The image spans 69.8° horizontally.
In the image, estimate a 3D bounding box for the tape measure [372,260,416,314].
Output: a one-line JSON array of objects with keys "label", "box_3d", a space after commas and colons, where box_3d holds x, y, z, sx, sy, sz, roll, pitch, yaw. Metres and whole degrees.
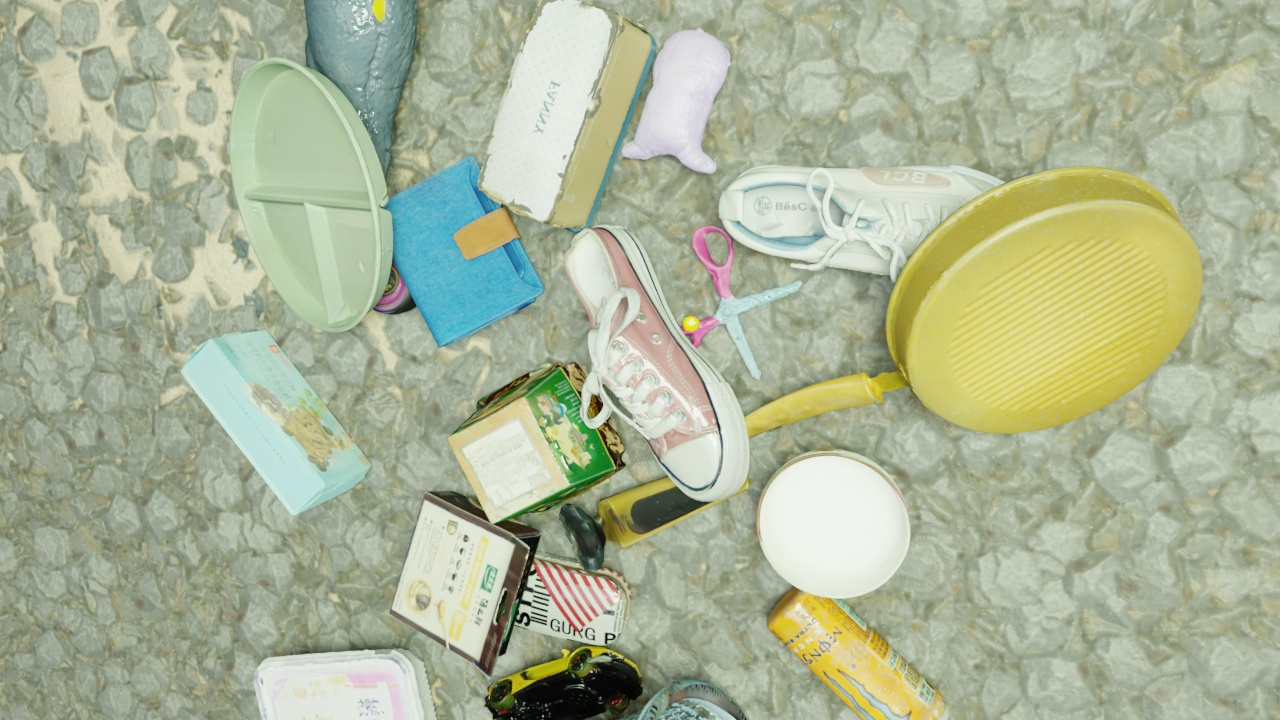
[{"label": "tape measure", "box_3d": [-0.217, -0.070, 0.806, 0.057, 0.039, 0.058, 33, 100, 6]}]

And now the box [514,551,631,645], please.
[{"label": "box", "box_3d": [-0.088, 0.203, 0.797, 0.164, 0.060, 0.072, 6, 76, 21]}]

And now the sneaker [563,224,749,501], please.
[{"label": "sneaker", "box_3d": [-0.004, 0.004, 0.705, 0.119, 0.087, 0.241, -36, 76, 41]}]

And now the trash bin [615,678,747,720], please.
[{"label": "trash bin", "box_3d": [-0.023, 0.386, 0.739, 0.196, 0.226, 0.226, -20, 92, 31]}]

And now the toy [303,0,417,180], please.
[{"label": "toy", "box_3d": [-0.247, -0.305, 0.755, 0.138, 0.091, 0.356, -15, 92, 30]}]

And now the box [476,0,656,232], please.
[{"label": "box", "box_3d": [-0.062, -0.187, 0.723, 0.090, 0.062, 0.184, 31, 108, 24]}]

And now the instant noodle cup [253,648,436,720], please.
[{"label": "instant noodle cup", "box_3d": [-0.270, 0.334, 0.872, 0.174, 0.060, 0.138, -10, 95, 17]}]

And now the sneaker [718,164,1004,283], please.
[{"label": "sneaker", "box_3d": [0.173, -0.101, 0.656, 0.242, 0.090, 0.089, 10, 102, 15]}]

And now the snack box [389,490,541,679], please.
[{"label": "snack box", "box_3d": [-0.142, 0.184, 0.771, 0.126, 0.053, 0.113, 19, 94, 28]}]

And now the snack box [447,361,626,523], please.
[{"label": "snack box", "box_3d": [-0.092, 0.071, 0.754, 0.118, 0.105, 0.118, -28, 89, 19]}]

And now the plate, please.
[{"label": "plate", "box_3d": [-0.279, -0.136, 0.775, 0.230, 0.027, 0.230, 18, 119, 37]}]

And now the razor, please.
[{"label": "razor", "box_3d": [0.012, 0.122, 0.756, 0.168, 0.067, 0.062, -24, 91, 12]}]

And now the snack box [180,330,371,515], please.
[{"label": "snack box", "box_3d": [-0.332, 0.054, 0.841, 0.052, 0.074, 0.175, -41, 86, 18]}]

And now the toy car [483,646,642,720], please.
[{"label": "toy car", "box_3d": [-0.067, 0.291, 0.808, 0.156, 0.041, 0.071, -29, 117, 22]}]

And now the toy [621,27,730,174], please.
[{"label": "toy", "box_3d": [0.034, -0.202, 0.708, 0.084, 0.039, 0.108, 21, 97, 25]}]

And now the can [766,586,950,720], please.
[{"label": "can", "box_3d": [0.170, 0.239, 0.725, 0.146, 0.058, 0.058, 43, 107, 7]}]

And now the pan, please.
[{"label": "pan", "box_3d": [0.201, -0.002, 0.649, 0.358, 0.078, 0.197, -33, 125, 21]}]

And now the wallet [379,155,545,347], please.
[{"label": "wallet", "box_3d": [-0.153, -0.091, 0.771, 0.106, 0.040, 0.133, -28, 93, -1]}]

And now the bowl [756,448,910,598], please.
[{"label": "bowl", "box_3d": [0.151, 0.119, 0.711, 0.113, 0.062, 0.113, 3, 100, 17]}]

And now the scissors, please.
[{"label": "scissors", "box_3d": [0.065, -0.043, 0.738, 0.133, 0.017, 0.133, -20, 92, 14]}]
